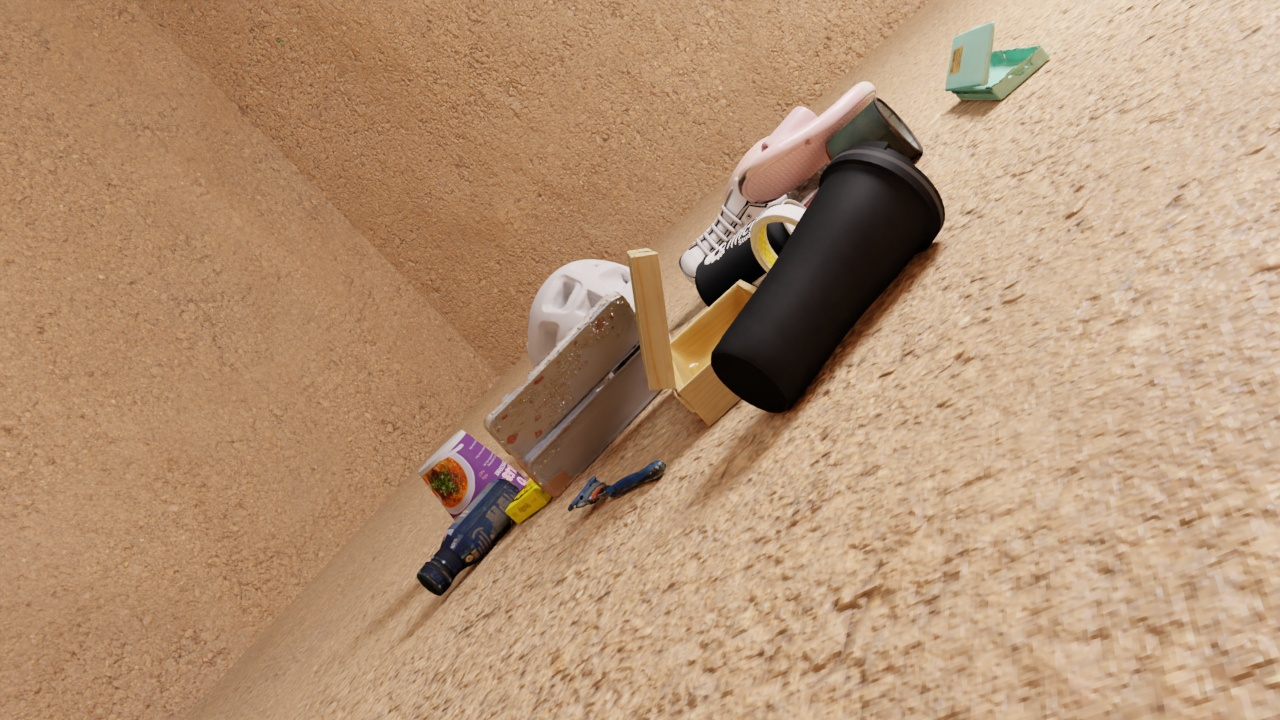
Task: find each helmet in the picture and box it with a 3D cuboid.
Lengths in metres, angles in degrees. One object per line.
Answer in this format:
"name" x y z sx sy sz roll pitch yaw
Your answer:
"helmet" -0.078 -0.045 1.451 0.224 0.184 0.282 -59 -15 -9

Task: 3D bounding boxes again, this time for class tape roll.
"tape roll" 0.153 -0.110 0.909 0.019 0.094 0.094 -47 9 -28

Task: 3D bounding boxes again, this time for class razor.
"razor" -0.020 0.117 0.857 0.141 0.018 0.043 -27 17 51

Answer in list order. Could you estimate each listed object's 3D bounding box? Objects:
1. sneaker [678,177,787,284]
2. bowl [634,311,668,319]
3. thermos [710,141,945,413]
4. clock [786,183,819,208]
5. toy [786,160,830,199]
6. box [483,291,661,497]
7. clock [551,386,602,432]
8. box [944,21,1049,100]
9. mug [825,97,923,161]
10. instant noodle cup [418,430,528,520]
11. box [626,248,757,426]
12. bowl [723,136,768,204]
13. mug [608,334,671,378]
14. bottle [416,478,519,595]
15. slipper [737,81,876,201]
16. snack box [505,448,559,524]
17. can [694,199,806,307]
"sneaker" 0.149 -0.213 1.332 0.245 0.097 0.091 -38 45 9
"bowl" 0.011 -0.055 1.426 0.121 0.046 0.121 -61 6 10
"thermos" 0.145 -0.063 0.722 0.218 0.106 0.106 -52 10 -19
"clock" 0.191 -0.173 1.162 0.110 0.062 0.156 -43 8 3
"toy" 0.264 -0.266 1.243 0.175 0.076 0.133 -46 -7 -7
"box" -0.068 0.039 1.052 0.216 0.151 0.043 -45 36 -14
"clock" -0.104 0.084 1.273 0.159 0.061 0.119 -42 8 16
"box" 0.384 -0.345 1.047 0.077 0.080 0.188 -42 8 16
"mug" 0.281 -0.250 1.091 0.081 0.085 0.110 -41 -23 29
"instant noodle cup" -0.231 0.168 1.238 0.122 0.122 0.136 -39 9 28
"box" 0.049 -0.033 0.925 0.142 0.184 0.248 -64 5 6
"bowl" 0.208 -0.270 1.440 0.152 0.076 0.153 -38 -28 -25
"mug" -0.007 0.007 1.184 0.096 0.083 0.120 -81 9 -77
"bottle" -0.206 0.214 1.120 0.160 0.056 0.056 -49 10 -35
"slipper" 0.204 -0.270 1.130 0.221 0.055 0.107 -37 -21 -14
"snack box" -0.113 0.141 1.151 0.061 0.025 0.148 -39 9 34
"can" 0.136 -0.117 1.068 0.146 0.080 0.080 -37 10 38
